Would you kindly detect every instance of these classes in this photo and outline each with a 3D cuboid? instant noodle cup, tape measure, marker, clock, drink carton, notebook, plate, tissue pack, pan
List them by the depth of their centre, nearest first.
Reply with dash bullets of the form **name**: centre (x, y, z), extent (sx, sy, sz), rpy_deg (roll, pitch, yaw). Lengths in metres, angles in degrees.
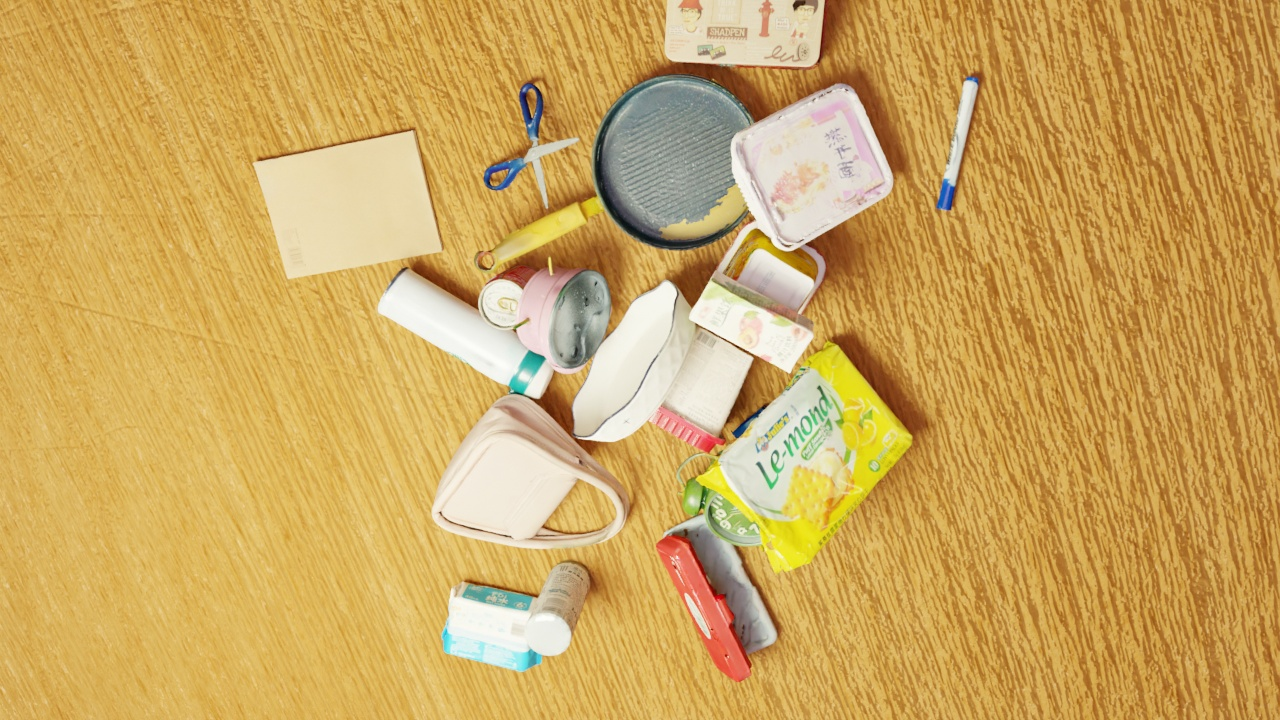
- **drink carton**: centre (0.118, -0.042, 0.966), extent (0.122, 0.045, 0.054), rpy_deg (28, 116, 0)
- **instant noodle cup**: centre (0.178, -0.209, 1.007), extent (0.173, 0.060, 0.138), rpy_deg (-31, 100, -21)
- **marker**: centre (0.356, -0.242, 1.029), extent (0.017, 0.016, 0.146), rpy_deg (9, 105, 5)
- **instant noodle cup**: centre (0.144, -0.087, 1.040), extent (0.116, 0.123, 0.116), rpy_deg (31, 106, -1)
- **plate**: centre (-0.006, 0.006, 1.049), extent (0.045, 0.204, 0.205), rpy_deg (31, 106, -18)
- **pan**: centre (-0.030, -0.190, 1.059), extent (0.358, 0.078, 0.198), rpy_deg (-25, 100, 12)
- **clock**: centre (-0.083, -0.046, 1.072), extent (0.060, 0.158, 0.117), rpy_deg (17, 76, 30)
- **instant noodle cup**: centre (0.069, 0.029, 1.092), extent (0.116, 0.116, 0.124), rpy_deg (30, 95, -2)
- **clock**: centre (0.117, 0.164, 1.123), extent (0.161, 0.056, 0.116), rpy_deg (34, 123, -12)
- **tape measure**: centre (0.149, 0.091, 1.133), extent (0.058, 0.025, 0.054), rpy_deg (-42, 73, 16)
- **notebook**: centre (-0.361, -0.190, 1.136), extent (0.212, 0.012, 0.149), rpy_deg (-9, 104, 9)
- **tissue pack**: centre (-0.195, 0.354, 1.228), extent (0.140, 0.063, 0.090), rpy_deg (12, 104, 3)

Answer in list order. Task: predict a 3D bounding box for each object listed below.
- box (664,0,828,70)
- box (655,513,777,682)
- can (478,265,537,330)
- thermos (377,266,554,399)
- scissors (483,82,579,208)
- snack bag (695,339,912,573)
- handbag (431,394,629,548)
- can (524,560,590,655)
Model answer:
- **box**: centre (0.117, -0.368, 1.004), extent (0.168, 0.077, 0.091), rpy_deg (6, 106, 12)
- **box**: centre (0.105, 0.297, 1.180), extent (0.098, 0.095, 0.201), rpy_deg (-30, 99, -18)
- **can**: centre (-0.152, -0.075, 1.096), extent (0.066, 0.093, 0.066), rpy_deg (2, 104, 7)
- **thermos**: centre (-0.210, -0.028, 1.130), extent (0.224, 0.073, 0.073), rpy_deg (31, 106, -2)
- **scissors**: centre (-0.126, -0.243, 1.050), extent (0.174, 0.012, 0.162), rpy_deg (-8, 76, 45)
- **snack bag**: centre (0.194, 0.109, 1.064), extent (0.246, 0.068, 0.158), rpy_deg (-43, 96, -22)
- **handbag**: centre (-0.124, 0.165, 1.153), extent (0.234, 0.093, 0.194), rpy_deg (29, 124, -14)
- **can**: centre (-0.103, 0.311, 1.162), extent (0.058, 0.146, 0.058), rpy_deg (2, 104, 7)
